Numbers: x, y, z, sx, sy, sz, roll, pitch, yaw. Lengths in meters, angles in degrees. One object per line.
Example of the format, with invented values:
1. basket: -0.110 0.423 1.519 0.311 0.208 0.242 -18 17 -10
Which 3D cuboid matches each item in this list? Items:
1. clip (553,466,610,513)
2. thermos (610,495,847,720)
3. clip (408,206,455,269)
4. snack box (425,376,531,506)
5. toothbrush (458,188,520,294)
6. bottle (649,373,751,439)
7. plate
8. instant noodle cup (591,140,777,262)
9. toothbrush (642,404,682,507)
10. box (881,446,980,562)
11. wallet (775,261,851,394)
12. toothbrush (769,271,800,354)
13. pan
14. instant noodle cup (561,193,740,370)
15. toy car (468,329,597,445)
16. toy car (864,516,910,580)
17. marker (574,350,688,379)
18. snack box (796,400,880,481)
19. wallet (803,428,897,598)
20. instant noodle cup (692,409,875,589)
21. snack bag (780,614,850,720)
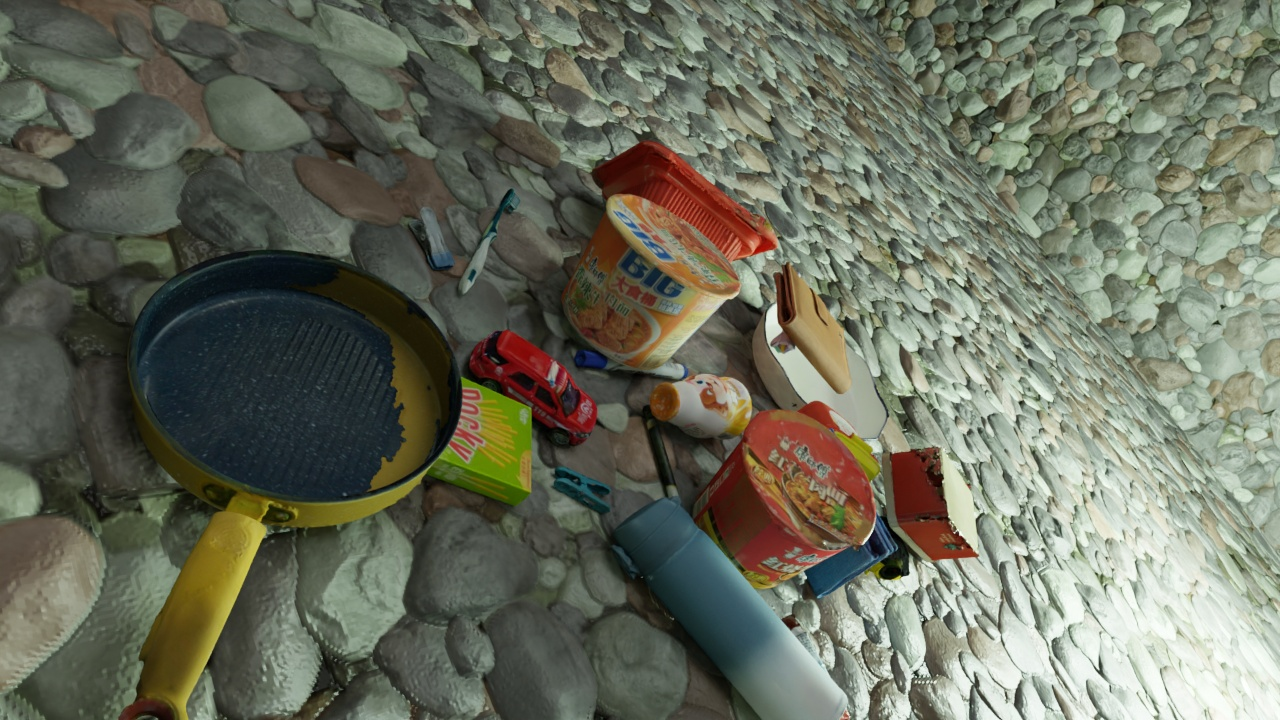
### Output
1. clip: -0.047 0.103 0.743 0.056 0.014 0.041 32 35 -26
2. thermos: 0.067 0.204 0.724 0.220 0.070 0.070 48 32 3
3. clip: -0.181 -0.106 0.802 0.024 0.028 0.056 -14 76 -53
4. snack box: -0.150 0.044 0.673 0.156 0.026 0.085 27 39 -30
5. toothbrush: -0.140 -0.114 0.864 0.018 0.016 0.191 45 30 -24
6. bottle: 0.057 0.043 0.879 0.108 0.063 0.063 9 49 -47
7. plate: 0.212 0.019 1.107 0.204 0.046 0.204 31 36 -26
8. instant noodle cup: 0.034 -0.148 0.992 0.188 0.165 0.079 35 73 -19
9. toothbrush: 0.030 0.115 0.816 0.012 0.017 0.185 15 45 -37
10. box: 0.327 0.157 1.002 0.168 0.079 0.091 40 45 -50
11. wallet: 0.199 -0.038 1.053 0.132 0.031 0.107 46 33 -32
12. toothbrush: 0.178 -0.062 1.094 0.029 0.021 0.188 13 33 7
13. pan: -0.209 0.058 0.512 0.197 0.078 0.356 21 42 -16
14. instant noodle cup: 0.003 -0.070 0.876 0.151 0.112 0.151 29 27 -17
15. toy car: -0.084 0.022 0.758 0.120 0.045 0.052 38 35 -18
16. toy car: 0.225 0.181 0.951 0.155 0.041 0.071 34 35 -28
17. marker: -0.005 0.005 0.893 0.145 0.017 0.017 8 49 -45
18. snack box: 0.199 0.095 0.981 0.091 0.082 0.080 37 25 -29
19. wallet: 0.174 0.144 0.872 0.040 0.107 0.133 -3 56 -37
20. instant noodle cup: 0.118 0.127 0.806 0.138 0.109 0.137 20 44 -21
21. snack bag: 0.143 0.266 0.778 0.045 0.026 0.105 -5 58 -41
